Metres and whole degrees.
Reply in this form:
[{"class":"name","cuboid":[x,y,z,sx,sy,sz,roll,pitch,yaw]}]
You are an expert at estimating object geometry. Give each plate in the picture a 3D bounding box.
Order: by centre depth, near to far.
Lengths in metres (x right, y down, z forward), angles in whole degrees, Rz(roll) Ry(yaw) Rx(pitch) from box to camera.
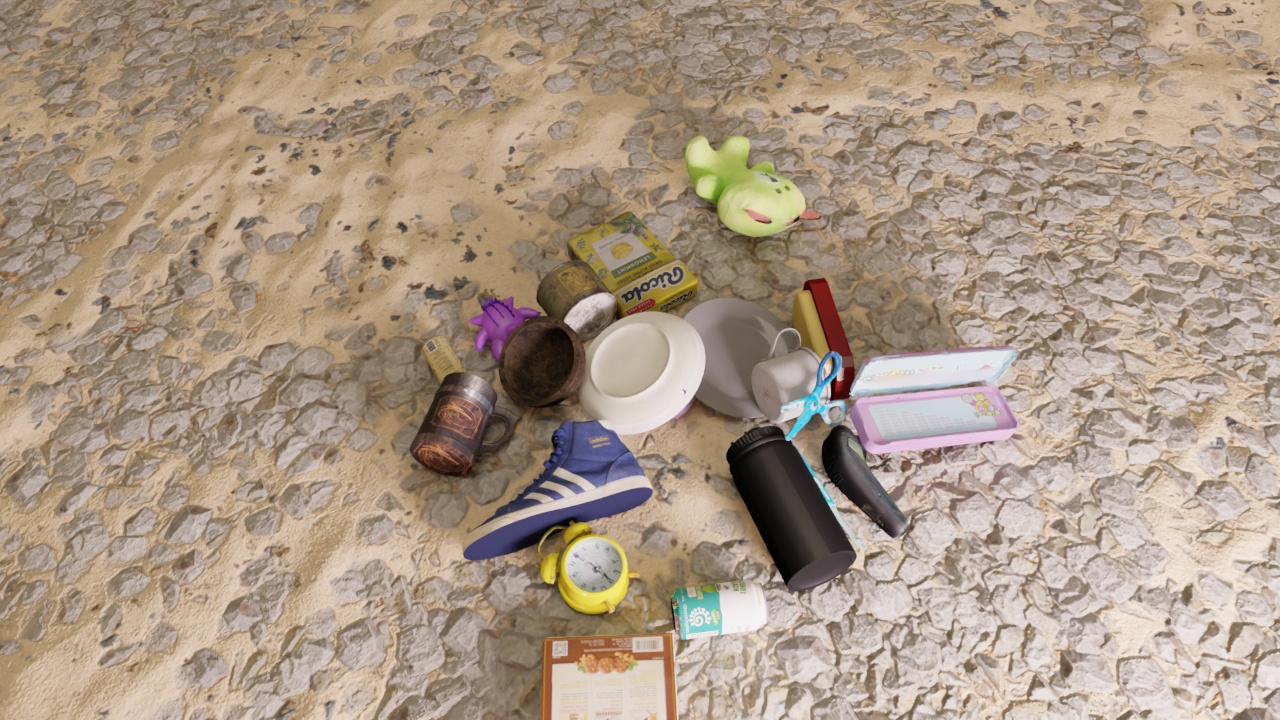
[{"class":"plate","cuboid":[-0.007,0.007,1.188,0.183,0.034,0.182,-14,55,20]},{"class":"plate","cuboid":[0.129,-0.004,1.222,0.178,0.012,0.178,6,62,-11]}]

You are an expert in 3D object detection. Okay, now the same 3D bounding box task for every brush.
[{"class":"brush","cuboid":[0.237,-0.028,1.212,0.042,0.082,0.173,-7,54,-3]}]

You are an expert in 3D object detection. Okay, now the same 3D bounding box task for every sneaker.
[{"class":"sneaker","cuboid":[-0.114,0.142,1.097,0.233,0.092,0.118,-18,60,-11]}]

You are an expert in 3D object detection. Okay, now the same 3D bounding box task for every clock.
[{"class":"clock","cuboid":[-0.064,0.235,1.047,0.119,0.057,0.083,32,61,16]}]

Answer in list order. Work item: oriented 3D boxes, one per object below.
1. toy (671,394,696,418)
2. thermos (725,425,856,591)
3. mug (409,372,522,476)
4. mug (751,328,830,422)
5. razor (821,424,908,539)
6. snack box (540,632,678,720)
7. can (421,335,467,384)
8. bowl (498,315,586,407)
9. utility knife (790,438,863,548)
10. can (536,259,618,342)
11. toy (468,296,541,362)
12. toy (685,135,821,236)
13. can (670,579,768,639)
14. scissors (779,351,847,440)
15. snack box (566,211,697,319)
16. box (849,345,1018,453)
[{"class":"toy","cuboid":[0.026,0.033,1.207,0.100,0.036,0.080,23,63,17]},{"class":"thermos","cuboid":[0.167,0.161,1.075,0.086,0.086,0.198,-18,55,-11]},{"class":"mug","cuboid":[-0.217,0.087,1.161,0.115,0.080,0.107,27,53,-13]},{"class":"mug","cuboid":[0.185,0.018,1.164,0.070,0.084,0.113,-18,86,-19]},{"class":"razor","cuboid":[0.274,0.146,1.109,0.067,0.054,0.151,-22,60,-28]},{"class":"snack box","cuboid":[-0.032,0.364,0.962,0.143,0.041,0.146,-3,54,0]},{"class":"can","cuboid":[-0.262,0.007,1.236,0.038,0.038,0.079,-27,57,-16]},{"class":"bowl","cuboid":[-0.121,0.007,1.210,0.121,0.056,0.121,-7,74,23]},{"class":"utility knife","cuboid":[0.222,0.162,1.118,0.022,0.015,0.167,-5,49,-39]},{"class":"can","cuboid":[-0.087,-0.081,1.261,0.089,0.090,0.074,-27,57,-17]},{"class":"toy","cuboid":[-0.187,-0.048,1.262,0.106,0.056,0.088,-32,55,-18]},{"class":"toy","cuboid":[0.156,-0.251,1.375,0.149,0.107,0.196,-13,60,-36]},{"class":"can","cuboid":[0.086,0.275,1.014,0.101,0.055,0.054,-7,54,-2]},{"class":"scissors","cuboid":[0.210,0.040,1.105,0.139,0.118,0.013,-5,12,-41]},{"class":"snack box","cuboid":[-0.016,-0.137,1.326,0.121,0.045,0.181,-28,58,-17]},{"class":"box","cuboid":[0.371,0.045,1.124,0.214,0.091,0.090,-4,52,-15]}]
